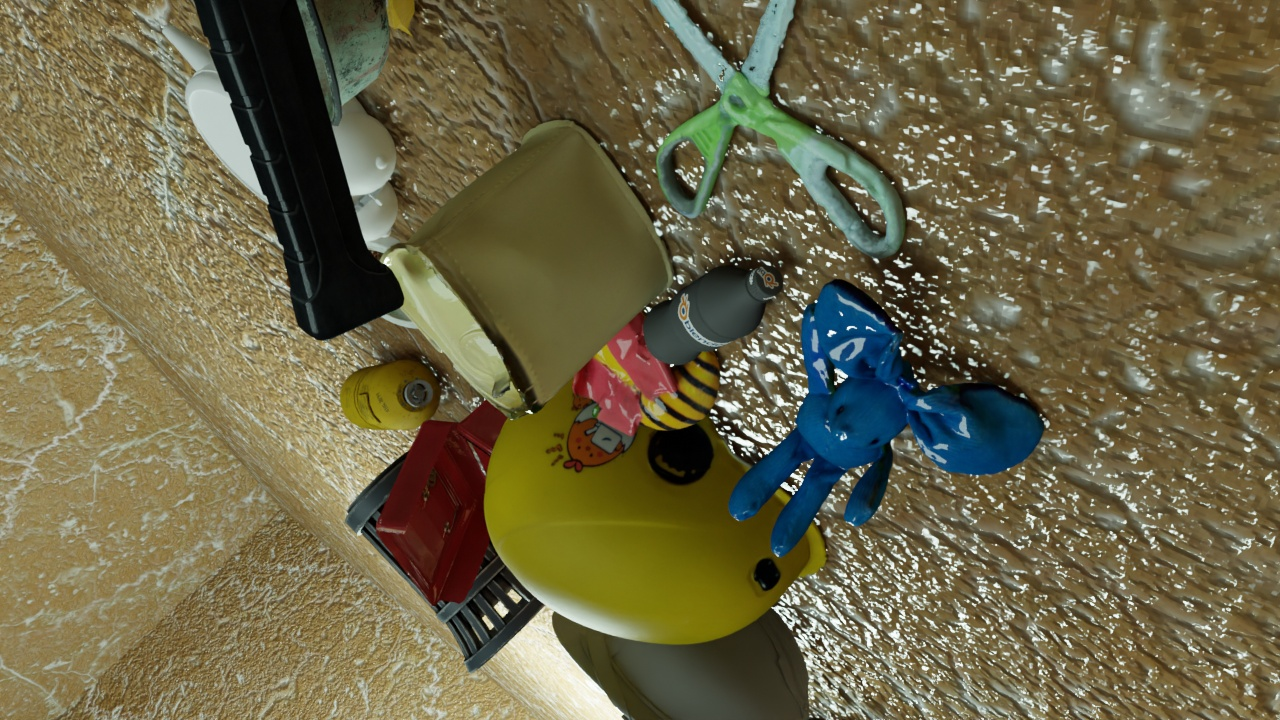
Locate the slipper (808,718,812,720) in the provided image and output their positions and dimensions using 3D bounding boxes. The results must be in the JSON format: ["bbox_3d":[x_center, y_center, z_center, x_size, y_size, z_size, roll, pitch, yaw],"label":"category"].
[{"bbox_3d":[0.178,0.384,0.839,0.113,0.075,0.268,46,155,-4],"label":"slipper"}]

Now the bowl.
[{"bbox_3d":[-0.161,-0.195,0.440,0.157,0.038,0.158,52,158,32],"label":"bowl"}]

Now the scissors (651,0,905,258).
[{"bbox_3d":[0.045,-0.102,0.362,0.174,0.022,0.172,45,158,9],"label":"scissors"}]

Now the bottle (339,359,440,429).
[{"bbox_3d":[-0.251,0.037,0.930,0.071,0.070,0.164,52,153,-18],"label":"bottle"}]

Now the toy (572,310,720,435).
[{"bbox_3d":[-0.003,0.003,0.544,0.103,0.046,0.084,29,111,21],"label":"toy"}]

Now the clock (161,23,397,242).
[{"bbox_3d":[-0.232,-0.157,0.623,0.161,0.072,0.126,34,154,2],"label":"clock"}]

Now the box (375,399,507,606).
[{"bbox_3d":[-0.118,0.132,0.843,0.168,0.153,0.157,0,142,13],"label":"box"}]

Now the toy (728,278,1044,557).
[{"bbox_3d":[0.102,0.035,0.426,0.113,0.070,0.177,37,144,7],"label":"toy"}]

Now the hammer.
[{"bbox_3d":[-0.149,-0.158,0.328,0.025,0.117,0.333,25,133,41],"label":"hammer"}]

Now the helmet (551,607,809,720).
[{"bbox_3d":[0.058,0.238,0.757,0.271,0.118,0.183,33,-176,33],"label":"helmet"}]

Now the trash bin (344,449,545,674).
[{"bbox_3d":[-0.212,0.215,1.056,0.227,0.164,0.165,46,155,2],"label":"trash bin"}]

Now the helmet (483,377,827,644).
[{"bbox_3d":[-0.010,0.119,0.630,0.240,0.139,0.209,33,153,19],"label":"helmet"}]

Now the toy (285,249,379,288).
[{"bbox_3d":[-0.264,-0.103,0.781,0.103,0.070,0.090,-26,97,40],"label":"toy"}]

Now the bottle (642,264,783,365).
[{"bbox_3d":[0.036,-0.025,0.461,0.036,0.036,0.110,47,154,-8],"label":"bottle"}]

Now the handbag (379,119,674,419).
[{"bbox_3d":[-0.057,-0.044,0.472,0.111,0.119,0.081,53,151,-20],"label":"handbag"}]

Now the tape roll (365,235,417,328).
[{"bbox_3d":[-0.199,-0.063,0.738,0.093,0.013,0.093,17,141,14],"label":"tape roll"}]

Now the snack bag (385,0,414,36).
[{"bbox_3d":[-0.127,-0.200,0.447,0.026,0.020,0.099,37,154,11],"label":"snack bag"}]
